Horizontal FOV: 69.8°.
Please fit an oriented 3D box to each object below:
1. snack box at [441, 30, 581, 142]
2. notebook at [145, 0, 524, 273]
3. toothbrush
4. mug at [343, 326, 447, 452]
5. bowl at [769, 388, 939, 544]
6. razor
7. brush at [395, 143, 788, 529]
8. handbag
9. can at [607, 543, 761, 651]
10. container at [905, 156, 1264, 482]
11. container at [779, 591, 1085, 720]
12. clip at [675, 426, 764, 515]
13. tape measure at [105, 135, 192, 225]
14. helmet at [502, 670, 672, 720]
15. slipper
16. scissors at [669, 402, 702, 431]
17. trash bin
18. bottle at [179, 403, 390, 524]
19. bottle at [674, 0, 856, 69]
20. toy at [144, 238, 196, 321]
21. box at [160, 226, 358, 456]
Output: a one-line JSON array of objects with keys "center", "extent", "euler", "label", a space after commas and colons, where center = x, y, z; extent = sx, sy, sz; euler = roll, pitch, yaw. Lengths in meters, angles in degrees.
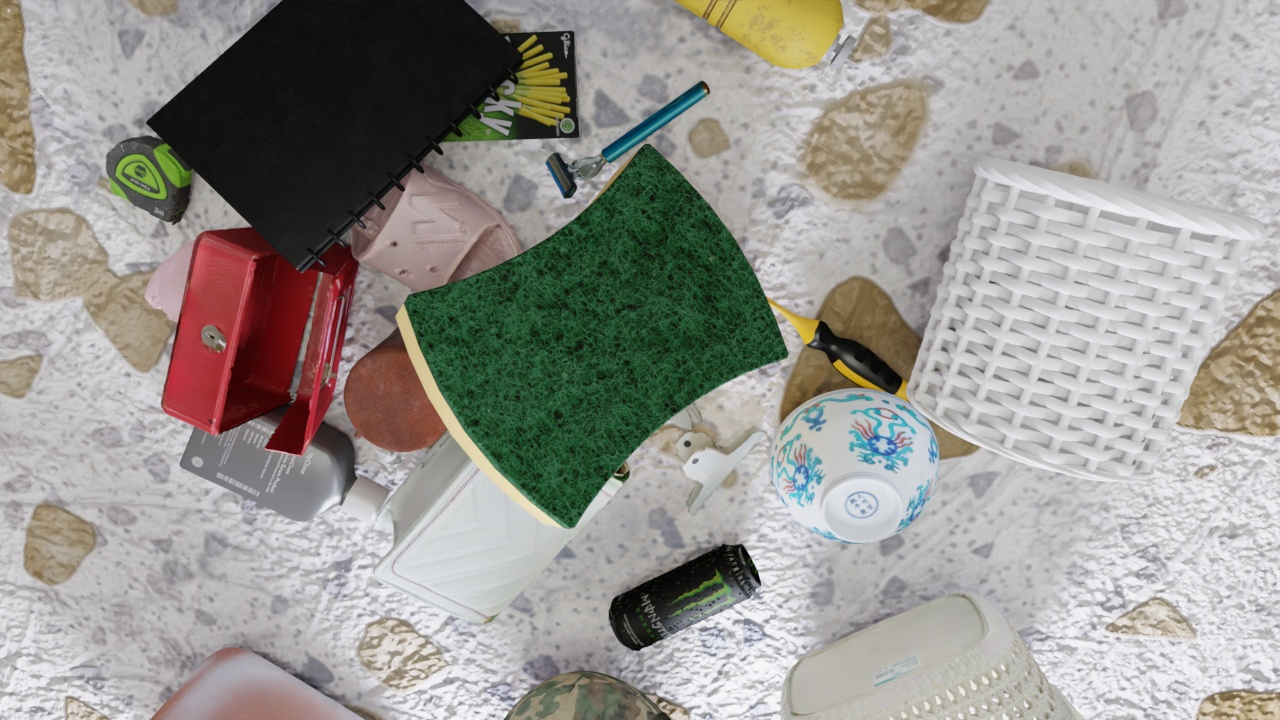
[{"center": [-0.124, -0.216, 0.730], "extent": [0.147, 0.025, 0.080], "euler": [-1, 106, 4], "label": "snack box"}, {"center": [-0.222, -0.198, 0.685], "extent": [0.169, 0.019, 0.231], "euler": [43, 82, 5], "label": "notebook"}, {"center": [0.147, -0.022, 0.766], "extent": [0.196, 0.031, 0.031], "euler": [34, 148, -8], "label": "toothbrush"}, {"center": [-0.198, 0.028, 0.765], "extent": [0.123, 0.110, 0.096], "euler": [-43, 94, 13], "label": "mug"}, {"center": [0.181, 0.104, 0.765], "extent": [0.144, 0.074, 0.144], "euler": [3, 117, 5], "label": "bowl"}, {"center": [-0.007, -0.180, 0.738], "extent": [0.144, 0.022, 0.042], "euler": [-30, 66, 7], "label": "razor"}, {"center": [-0.034, -0.018, 0.692], "extent": [0.249, 0.075, 0.195], "euler": [-37, 97, -20], "label": "brush"}, {"center": [-0.120, 0.123, 0.793], "extent": [0.142, 0.096, 0.199], "euler": [35, 105, -29], "label": "handbag"}, {"center": [0.039, 0.214, 0.830], "extent": [0.138, 0.054, 0.054], "euler": [-28, 103, 11], "label": "can"}, {"center": [0.312, -0.036, 0.672], "extent": [0.189, 0.189, 0.187], "euler": [13, 108, 0], "label": "container"}, {"center": [0.239, 0.311, 0.786], "extent": [0.252, 0.184, 0.143], "euler": [-28, 94, 11], "label": "container"}, {"center": [0.059, 0.090, 0.806], "extent": [0.054, 0.040, 0.102], "euler": [33, 105, -19], "label": "clip"}, {"center": [-0.405, -0.155, 0.761], "extent": [0.065, 0.035, 0.059], "euler": [30, 115, -9], "label": "tape measure"}, {"center": [-0.038, 0.406, 0.815], "extent": [0.236, 0.192, 0.224], "euler": [31, 93, 22], "label": "helmet"}, {"center": [-0.196, -0.118, 0.744], "extent": [0.239, 0.064, 0.094], "euler": [38, 105, -6], "label": "slipper"}, {"center": [-0.013, 0.008, 0.793], "extent": [0.151, 0.019, 0.130], "euler": [-2, 108, 3], "label": "scissors"}, {"center": [-0.355, 0.415, 0.861], "extent": [0.259, 0.157, 0.182], "euler": [34, 105, -8], "label": "trash bin"}, {"center": [-0.309, 0.093, 0.820], "extent": [0.174, 0.046, 0.084], "euler": [28, 106, -5], "label": "bottle"}, {"center": [0.085, -0.272, 0.678], "extent": [0.164, 0.071, 0.071], "euler": [31, 105, -6], "label": "bottle"}, {"center": [-0.375, -0.067, 0.768], "extent": [0.096, 0.098, 0.053], "euler": [-5, 139, 28], "label": "toy"}, {"center": [-0.302, -0.024, 0.745], "extent": [0.117, 0.135, 0.157], "euler": [14, 105, -7], "label": "box"}]
